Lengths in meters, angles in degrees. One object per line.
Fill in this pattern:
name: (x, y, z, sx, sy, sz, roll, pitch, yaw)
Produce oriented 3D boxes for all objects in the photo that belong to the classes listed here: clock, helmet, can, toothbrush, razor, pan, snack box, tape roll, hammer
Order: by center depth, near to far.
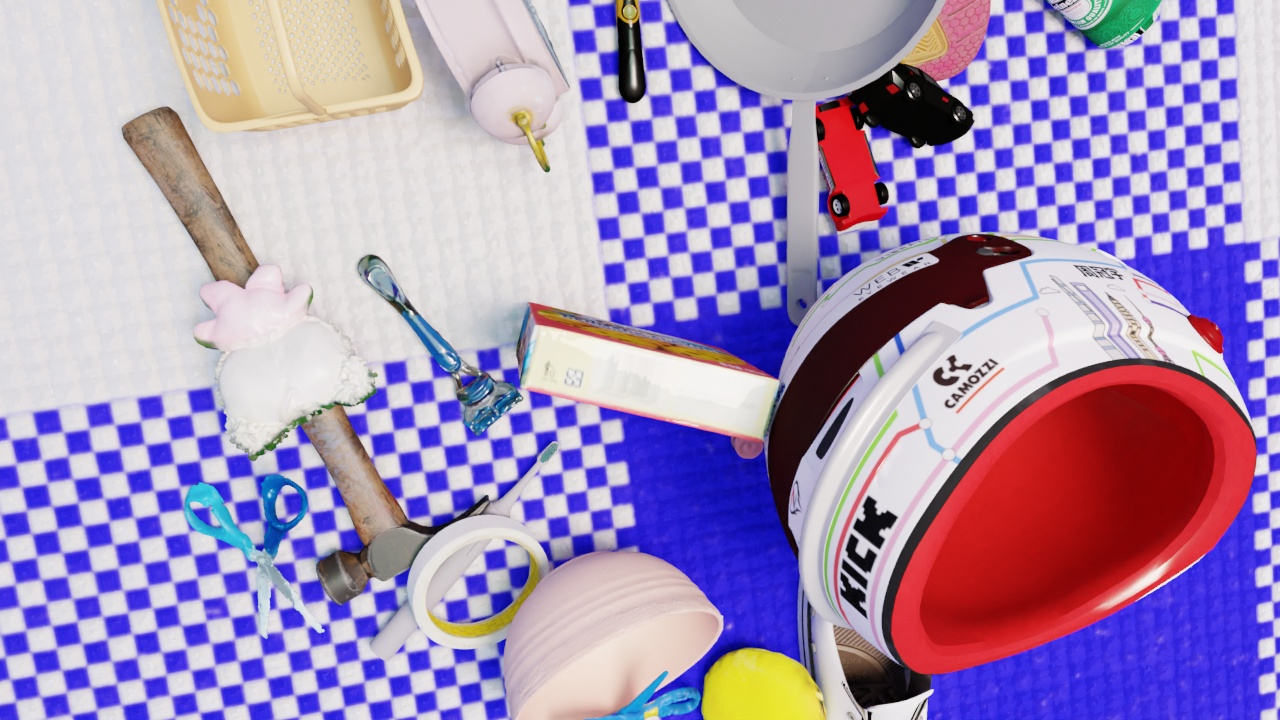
clock: (-0.085, -0.189, 0.553, 0.059, 0.116, 0.158, -24, 100, 5)
helmet: (0.195, 0.038, 0.559, 0.313, 0.236, 0.231, -7, 119, -25)
snack box: (-0.003, 0.003, 0.571, 0.142, 0.145, 0.040, 13, 96, -10)
pan: (0.107, -0.192, 0.590, 0.050, 0.201, 0.357, -38, 130, -45)
hammer: (-0.223, -0.010, 0.593, 0.120, 0.033, 0.330, -28, 100, -9)
razor: (-0.009, -0.244, 0.606, 0.044, 0.021, 0.144, -5, 99, -9)
razor: (-0.139, -0.013, 0.611, 0.044, 0.018, 0.141, -40, 101, -3)
tape roll: (-0.108, 0.149, 0.617, 0.094, 0.019, 0.094, -10, 115, -23)
toothbrush: (-0.118, 0.128, 0.629, 0.018, 0.019, 0.188, 41, 89, -5)
can: (0.313, -0.265, 0.639, 0.101, 0.053, 0.053, 36, 89, -12)

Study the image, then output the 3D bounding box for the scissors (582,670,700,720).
scissors: (-0.011, 0.250, 0.639, 0.125, 0.013, 0.130, 14, 123, -43)

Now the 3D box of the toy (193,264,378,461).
toy: (-0.221, -0.005, 0.558, 0.095, 0.041, 0.109, -27, 93, -12)

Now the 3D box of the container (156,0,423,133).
container: (-0.200, -0.223, 0.501, 0.129, 0.167, 0.183, -12, 99, -8)

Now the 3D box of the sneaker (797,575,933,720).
sneaker: (0.171, 0.243, 0.651, 0.091, 0.097, 0.245, -2, 96, -9)

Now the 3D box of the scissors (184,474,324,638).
scissors: (-0.238, 0.123, 0.590, 0.119, 0.014, 0.129, -34, 93, 24)

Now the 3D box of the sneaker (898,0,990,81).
sneaker: (0.173, -0.307, 0.607, 0.116, 0.091, 0.242, -23, 119, -1)

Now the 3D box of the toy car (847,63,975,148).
toy car: (0.188, -0.176, 0.628, 0.091, 0.042, 0.036, 14, 69, -29)

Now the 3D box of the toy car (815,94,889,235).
toy car: (0.142, -0.136, 0.639, 0.038, 0.025, 0.089, -19, 91, -16)

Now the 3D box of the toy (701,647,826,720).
toy: (0.088, 0.251, 0.656, 0.094, 0.041, 0.095, -22, 89, 27)

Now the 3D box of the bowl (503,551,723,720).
bowl: (-0.028, 0.175, 0.604, 0.153, 0.153, 0.076, -27, 58, -6)

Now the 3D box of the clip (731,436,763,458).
clip: (0.079, 0.038, 0.655, 0.023, 0.045, 0.060, 11, 127, -8)
